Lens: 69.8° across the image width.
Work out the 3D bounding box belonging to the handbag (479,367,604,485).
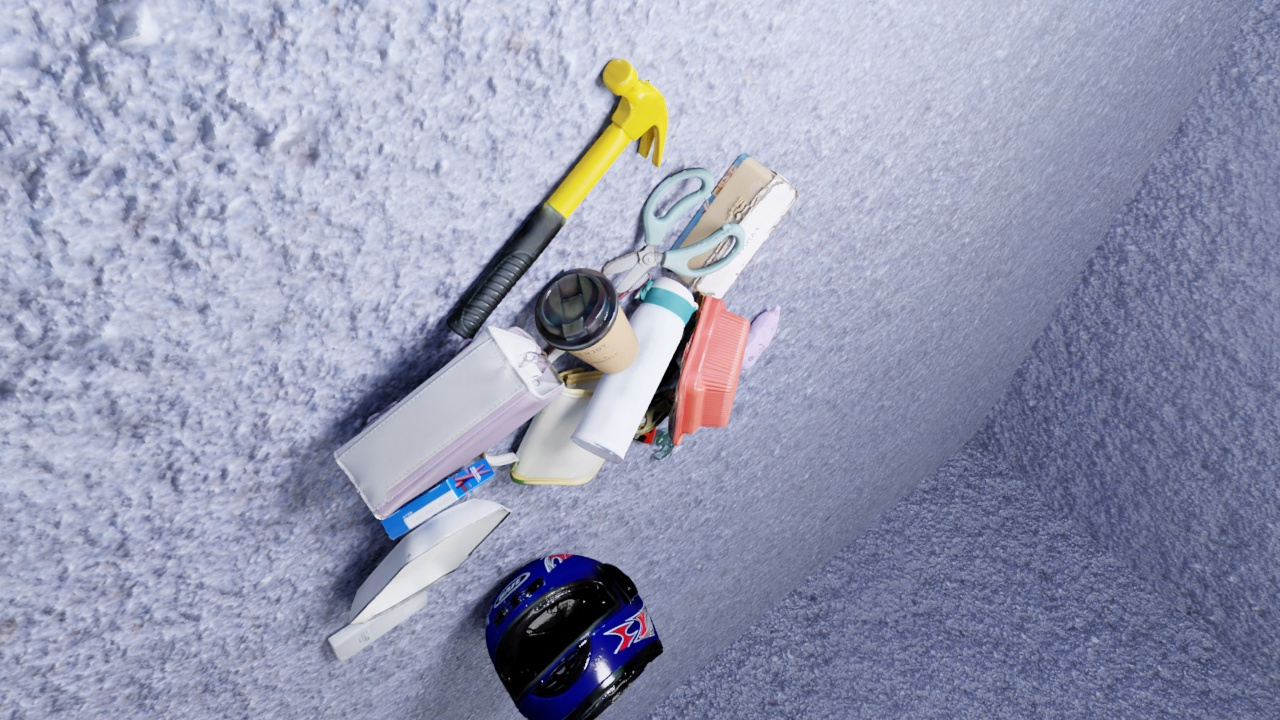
[{"bbox_3d":[-0.113,0.081,1.140,0.178,0.063,0.164,3,127,-39],"label":"handbag"}]

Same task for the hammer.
[{"bbox_3d":[-0.081,-0.141,0.878,0.301,0.033,0.128,-49,153,7],"label":"hammer"}]

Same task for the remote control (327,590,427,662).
[{"bbox_3d":[-0.342,0.340,1.202,0.134,0.019,0.056,-33,151,-25],"label":"remote control"}]

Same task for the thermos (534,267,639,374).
[{"bbox_3d":[-0.052,-0.036,0.998,0.093,0.093,0.143,-45,152,-2],"label":"thermos"}]

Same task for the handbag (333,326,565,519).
[{"bbox_3d":[-0.182,0.055,0.907,0.197,0.098,0.145,-36,172,7],"label":"handbag"}]

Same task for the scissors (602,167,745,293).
[{"bbox_3d":[0.029,-0.145,1.020,0.177,0.019,0.170,-17,126,-6],"label":"scissors"}]

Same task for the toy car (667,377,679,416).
[{"bbox_3d":[0.074,0.036,1.338,0.120,0.054,0.037,-43,111,-21],"label":"toy car"}]

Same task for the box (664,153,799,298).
[{"bbox_3d":[0.106,-0.154,1.107,0.184,0.062,0.089,-50,153,14],"label":"box"}]

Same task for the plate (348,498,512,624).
[{"bbox_3d":[-0.257,0.235,1.092,0.161,0.034,0.267,-21,161,-46],"label":"plate"}]

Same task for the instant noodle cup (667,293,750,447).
[{"bbox_3d":[0.094,0.009,1.222,0.165,0.079,0.188,92,13,-57],"label":"instant noodle cup"}]

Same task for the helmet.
[{"bbox_3d":[-0.116,0.413,1.380,0.247,0.240,0.315,-46,164,-2],"label":"helmet"}]

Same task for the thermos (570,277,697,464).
[{"bbox_3d":[-0.006,0.006,1.085,0.224,0.073,0.073,-64,158,-14],"label":"thermos"}]

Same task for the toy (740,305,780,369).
[{"bbox_3d":[0.179,-0.032,1.406,0.108,0.039,0.084,-57,169,-7],"label":"toy"}]

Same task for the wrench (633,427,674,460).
[{"bbox_3d":[-0.001,0.112,1.381,0.056,0.016,0.273,-53,154,4],"label":"wrench"}]

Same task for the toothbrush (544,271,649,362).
[{"bbox_3d":[-0.061,-0.046,1.066,0.187,0.016,0.017,-41,146,-10],"label":"toothbrush"}]

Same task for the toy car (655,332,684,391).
[{"bbox_3d":[0.018,-0.001,1.215,0.071,0.041,0.156,-37,158,-18],"label":"toy car"}]

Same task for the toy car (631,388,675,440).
[{"bbox_3d":[0.002,0.077,1.260,0.070,0.042,0.157,-20,-172,40],"label":"toy car"}]

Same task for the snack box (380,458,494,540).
[{"bbox_3d":[-0.219,0.150,1.013,0.084,0.026,0.157,-32,179,5],"label":"snack box"}]
